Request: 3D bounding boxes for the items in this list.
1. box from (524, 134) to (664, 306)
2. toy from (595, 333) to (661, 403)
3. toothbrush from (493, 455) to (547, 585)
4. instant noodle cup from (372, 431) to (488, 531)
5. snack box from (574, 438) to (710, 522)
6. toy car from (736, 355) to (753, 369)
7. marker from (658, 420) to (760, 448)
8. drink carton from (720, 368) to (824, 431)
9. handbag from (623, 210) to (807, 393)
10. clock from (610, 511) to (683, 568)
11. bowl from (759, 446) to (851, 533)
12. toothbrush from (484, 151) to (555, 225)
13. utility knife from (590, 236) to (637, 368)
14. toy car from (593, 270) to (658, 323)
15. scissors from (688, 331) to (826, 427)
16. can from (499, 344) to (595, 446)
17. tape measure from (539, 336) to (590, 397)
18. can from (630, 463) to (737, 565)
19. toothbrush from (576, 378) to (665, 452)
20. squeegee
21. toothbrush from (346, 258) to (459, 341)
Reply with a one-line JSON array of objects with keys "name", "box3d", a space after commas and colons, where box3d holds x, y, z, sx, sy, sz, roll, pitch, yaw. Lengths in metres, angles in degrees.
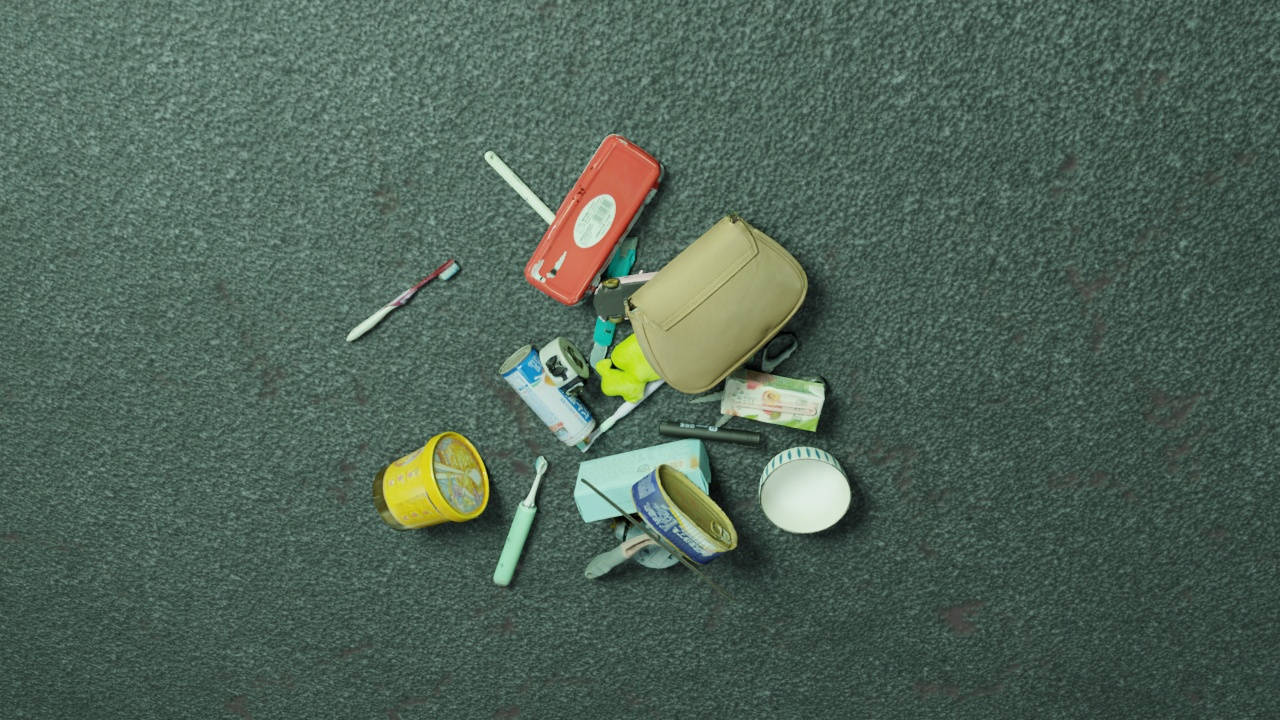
[{"name": "box", "box3d": [-0.053, -0.159, 1.061, 0.086, 0.046, 0.201, 31, 105, -12]}, {"name": "toy", "box3d": [-0.007, 0.007, 1.151, 0.097, 0.031, 0.100, 17, 110, 4]}, {"name": "toothbrush", "box3d": [-0.166, 0.227, 1.282, 0.026, 0.027, 0.225, 0, 124, -36]}, {"name": "instant noodle cup", "box3d": [-0.281, 0.168, 1.218, 0.115, 0.118, 0.118, -22, 113, 23]}, {"name": "snack box", "box3d": [0.003, 0.156, 1.205, 0.175, 0.074, 0.052, -13, 115, 12]}, {"name": "toy car", "box3d": [0.094, -0.009, 1.135, 0.091, 0.036, 0.043, -10, 116, 9]}, {"name": "marker", "box3d": [0.089, 0.096, 1.194, 0.132, 0.020, 0.022, 6, 101, 4]}, {"name": "drink carton", "box3d": [0.164, 0.049, 1.139, 0.122, 0.045, 0.054, 12, 119, 2]}, {"name": "handbag", "box3d": [0.082, -0.066, 1.058, 0.204, 0.100, 0.148, -40, 115, -3]}, {"name": "clock", "box3d": [0.013, 0.230, 1.252, 0.122, 0.055, 0.082, 34, 116, -10]}, {"name": "bowl", "box3d": [0.211, 0.160, 1.193, 0.116, 0.066, 0.117, 2, 117, 3]}, {"name": "toothbrush", "box3d": [-0.111, -0.175, 1.080, 0.189, 0.020, 0.029, 44, 71, -15]}, {"name": "utility knife", "box3d": [-0.035, -0.068, 1.130, 0.029, 0.013, 0.187, 14, 117, -2]}, {"name": "toy car", "box3d": [0.004, -0.079, 1.105, 0.122, 0.037, 0.056, -7, 115, -1]}, {"name": "scissors", "box3d": [0.151, 0.032, 1.164, 0.178, 0.014, 0.160, 9, 117, 2]}, {"name": "can", "box3d": [-0.117, 0.046, 1.172, 0.053, 0.053, 0.134, -33, 109, 19]}, {"name": "tape measure", "box3d": [-0.094, 0.005, 1.142, 0.034, 0.065, 0.066, -35, 111, 15]}, {"name": "can", "box3d": [0.054, 0.192, 1.135, 0.049, 0.074, 0.148, -38, 113, 25]}, {"name": "toothbrush", "box3d": [-0.014, 0.055, 1.187, 0.189, 0.029, 0.021, -40, 147, 20]}, {"name": "squeegee", "box3d": [-0.018, 0.252, 1.205, 0.247, 0.040, 0.250, 39, 147, -6]}, {"name": "toothbrush", "box3d": [-0.300, -0.072, 1.151, 0.188, 0.016, 0.017, -32, 119, 18]}]
